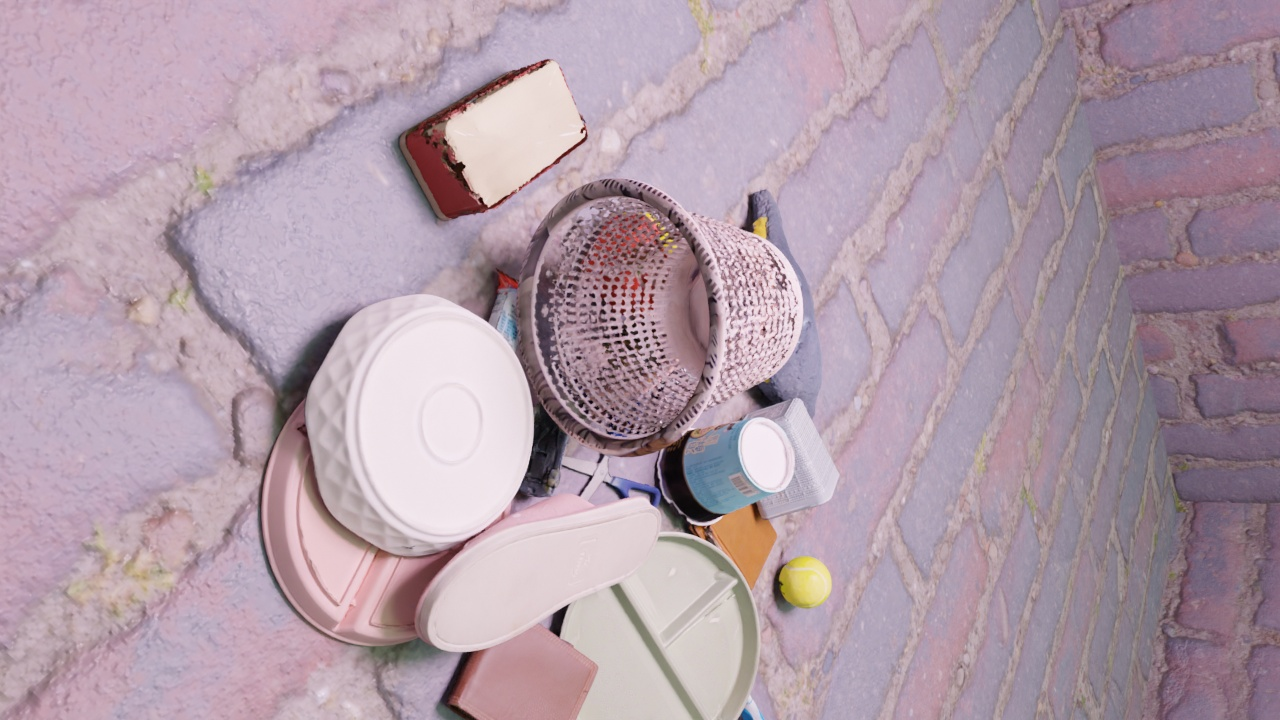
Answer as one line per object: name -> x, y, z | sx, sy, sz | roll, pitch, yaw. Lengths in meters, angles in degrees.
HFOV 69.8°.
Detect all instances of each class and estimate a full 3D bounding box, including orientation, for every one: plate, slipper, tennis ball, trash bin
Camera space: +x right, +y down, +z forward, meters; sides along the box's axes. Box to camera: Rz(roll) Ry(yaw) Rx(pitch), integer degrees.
plate -> 0.019, 0.285, 0.911 | 0.229, 0.028, 0.230 | 3, 83, -27
plate -> -0.159, 0.049, 0.720 | 0.204, 0.046, 0.204 | 8, 80, -49
slipper -> -0.083, 0.170, 0.789 | 0.273, 0.054, 0.114 | -10, 119, -49
tennis ball -> 0.208, 0.280, 1.157 | 0.065, 0.066, 0.065 | 6, 82, -49
trash bin -> 0.034, -0.041, 0.813 | 0.191, 0.228, 0.227 | -8, 93, -49
plate -> -0.189, 0.112, 0.736 | 0.229, 0.028, 0.229 | 8, 80, -49

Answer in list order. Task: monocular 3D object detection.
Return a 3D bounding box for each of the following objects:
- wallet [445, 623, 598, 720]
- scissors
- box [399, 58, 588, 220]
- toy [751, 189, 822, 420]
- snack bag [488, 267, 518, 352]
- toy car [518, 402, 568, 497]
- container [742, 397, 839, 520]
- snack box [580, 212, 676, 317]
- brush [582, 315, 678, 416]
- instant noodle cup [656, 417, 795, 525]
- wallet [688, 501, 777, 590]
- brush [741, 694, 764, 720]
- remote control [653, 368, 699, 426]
wallet -> -0.102, 0.283, 0.806 | 0.124, 0.032, 0.101 | 43, 55, -23
scissors -> -0.031, 0.108, 0.934 | 0.175, 0.012, 0.162 | 36, 62, -41
box -> -0.119, -0.200, 0.808 | 0.167, 0.077, 0.091 | -48, 122, -41
toy -> 0.175, -0.035, 1.142 | 0.137, 0.091, 0.356 | -41, 122, -75
snack bag -> -0.123, -0.031, 0.827 | 0.048, 0.026, 0.104 | 25, 68, -38
toy car -> -0.088, 0.082, 0.848 | 0.034, 0.043, 0.090 | 52, 48, -69
container -> 0.171, 0.114, 1.094 | 0.111, 0.090, 0.090 | 66, 25, -8
snack box -> -0.009, -0.095, 0.933 | 0.080, 0.082, 0.091 | -54, 126, -21
brush -> -0.006, 0.006, 0.940 | 0.145, 0.063, 0.073 | -36, 143, -44
instant noodle cup -> 0.097, 0.111, 0.980 | 0.111, 0.121, 0.111 | 15, 64, -33
wallet -> 0.111, 0.200, 1.078 | 0.132, 0.031, 0.107 | 57, 46, -28
brush -> 0.112, 0.357, 1.051 | 0.314, 0.061, 0.109 | 48, 54, -41
remote control -> 0.047, 0.021, 1.020 | 0.053, 0.024, 0.136 | 35, 61, -21
